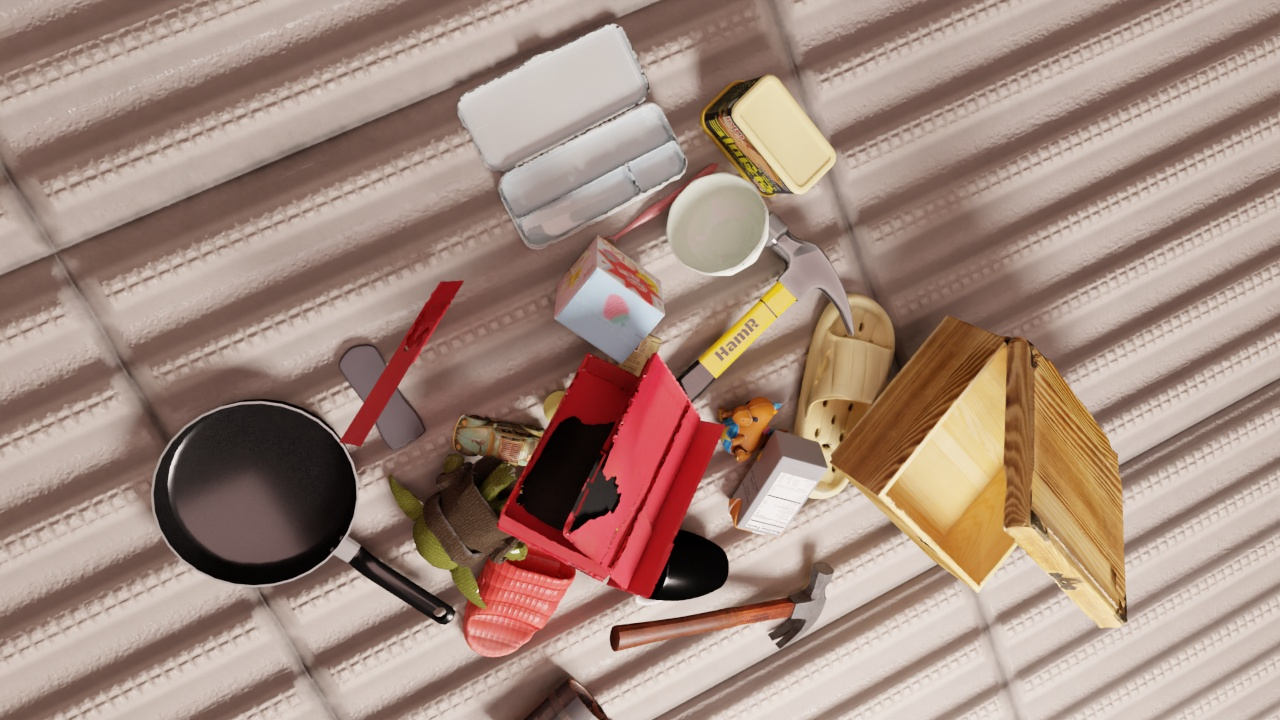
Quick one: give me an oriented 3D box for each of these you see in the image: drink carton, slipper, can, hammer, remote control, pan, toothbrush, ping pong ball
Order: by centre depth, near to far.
[{"bbox_3d":[-0.351,0.185,1.005,0.355,0.044,0.204,39,89,-18],"label":"pan"},{"bbox_3d":[-0.285,0.039,1.011,0.046,0.009,0.124,-30,106,-7],"label":"remote control"},{"bbox_3d":[0.141,-0.247,1.016,0.072,0.101,0.131,-45,108,-3],"label":"can"},{"bbox_3d":[0.016,-0.171,1.045,0.184,0.016,0.015,-37,107,-6],"label":"toothbrush"},{"bbox_3d":[-0.091,0.055,1.048,0.040,0.040,0.040,-3,101,-14],"label":"ping pong ball"},{"bbox_3d":[-0.006,0.006,1.061,0.038,0.038,0.079,19,95,-17],"label":"can"},{"bbox_3d":[-0.127,0.238,1.066,0.103,0.059,0.249,23,93,-17],"label":"slipper"},{"bbox_3d":[0.103,-0.008,1.077,0.324,0.034,0.170,-44,91,3],"label":"hammer"},{"bbox_3d":[0.164,0.150,1.102,0.076,0.048,0.125,16,123,-16],"label":"drink carton"},{"bbox_3d":[0.100,0.314,1.111,0.300,0.028,0.111,-1,116,-29],"label":"hammer"},{"bbox_3d":[0.255,0.051,1.118,0.111,0.079,0.261,11,98,-20],"label":"slipper"}]

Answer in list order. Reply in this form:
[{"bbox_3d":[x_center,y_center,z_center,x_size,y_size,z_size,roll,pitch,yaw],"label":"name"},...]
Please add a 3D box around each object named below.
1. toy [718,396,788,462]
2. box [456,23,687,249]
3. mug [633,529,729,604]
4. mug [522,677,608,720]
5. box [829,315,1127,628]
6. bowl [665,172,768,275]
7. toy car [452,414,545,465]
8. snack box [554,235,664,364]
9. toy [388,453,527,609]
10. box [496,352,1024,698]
[{"bbox_3d":[0.144,0.075,1.093,0.102,0.070,0.090,-2,145,-27],"label":"toy"},{"bbox_3d":[-0.073,-0.244,1.004,0.209,0.038,0.190,-30,99,-7],"label":"box"},{"bbox_3d":[0.043,0.258,1.109,0.100,0.084,0.119,12,129,-31],"label":"mug"},{"bbox_3d":[-0.093,0.457,1.115,0.107,0.080,0.116,-43,136,-5],"label":"mug"},{"bbox_3d":[0.444,0.129,1.055,0.279,0.264,0.269,41,86,-33],"label":"box"},{"bbox_3d":[0.093,-0.146,1.034,0.118,0.061,0.117,-5,78,21],"label":"bowl"},{"bbox_3d":[-0.154,0.094,1.036,0.112,0.047,0.047,11,101,-16],"label":"toy car"},{"bbox_3d":[-0.033,-0.067,1.000,0.093,0.094,0.080,35,113,-18],"label":"snack box"},{"bbox_3d":[-0.184,0.172,1.008,0.153,0.078,0.179,-36,89,26],"label":"toy"},{"bbox_3d":[0.098,0.150,0.904,0.468,0.138,0.214,19,63,18],"label":"box"}]
